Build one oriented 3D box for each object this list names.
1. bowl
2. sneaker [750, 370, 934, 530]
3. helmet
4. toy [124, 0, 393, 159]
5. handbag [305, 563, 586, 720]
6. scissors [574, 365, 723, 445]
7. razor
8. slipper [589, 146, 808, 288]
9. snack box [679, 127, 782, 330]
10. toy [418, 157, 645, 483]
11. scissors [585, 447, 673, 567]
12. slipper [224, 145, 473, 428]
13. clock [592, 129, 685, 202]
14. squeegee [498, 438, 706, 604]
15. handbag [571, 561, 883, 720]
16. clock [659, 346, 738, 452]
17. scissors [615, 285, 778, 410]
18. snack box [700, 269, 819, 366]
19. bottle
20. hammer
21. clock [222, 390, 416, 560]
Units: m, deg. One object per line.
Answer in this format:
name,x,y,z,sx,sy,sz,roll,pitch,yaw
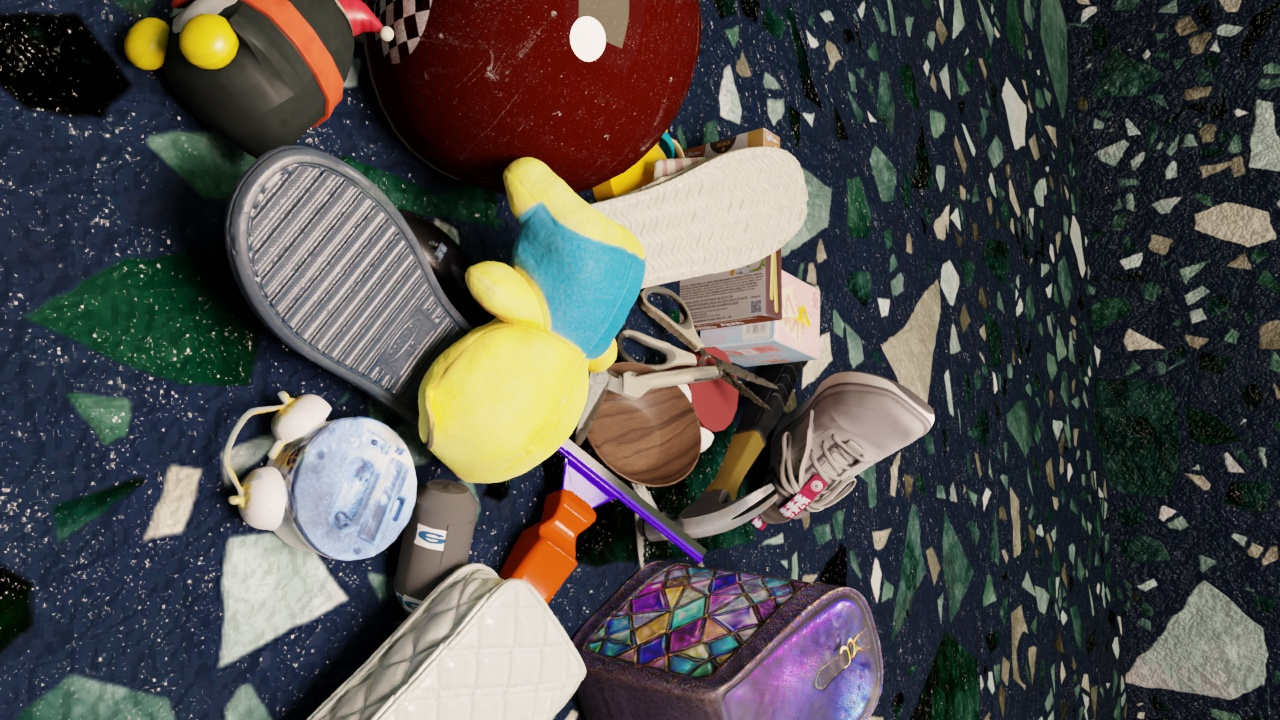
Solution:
bowl,-0.005,0.061,0.810,0.119,0.032,0.119,16,54,-24
sneaker,0.190,0.098,0.925,0.097,0.264,0.128,34,63,-6
helmet,-0.074,-0.234,0.661,0.233,0.254,0.233,16,81,-40
toy,-0.219,-0.185,0.545,0.119,0.098,0.100,-59,142,-27
handbag,-0.130,0.233,0.589,0.194,0.073,0.139,-44,127,-28
scissors,-0.006,0.001,0.812,0.179,0.015,0.199,22,54,-18
razor,-0.129,-0.053,0.667,0.140,0.064,0.052,49,49,-37
slipper,0.033,-0.127,0.833,0.262,0.052,0.115,-21,100,-21
snack box,0.089,-0.129,0.922,0.031,0.101,0.186,11,76,-50
toy,-0.071,-0.009,0.620,0.149,0.084,0.214,30,88,-53
scissors,0.000,0.102,0.849,0.141,0.014,0.164,41,54,-38
slipper,-0.183,-0.035,0.592,0.101,0.082,0.264,-55,148,-17
clock,0.003,-0.170,0.870,0.129,0.044,0.099,-18,99,-44
squeegee,-0.078,0.157,0.710,0.249,0.055,0.184,41,54,-18
handbag,0.075,0.252,0.776,0.221,0.205,0.125,-29,107,-43
clock,0.052,0.036,0.899,0.124,0.044,0.087,-53,125,-41
scissors,0.053,-0.013,0.869,0.163,0.013,0.153,-3,64,-21
snack box,0.127,-0.043,0.964,0.094,0.093,0.079,19,70,-48
bottle,-0.142,0.138,0.628,0.046,0.047,0.112,0,107,-51
hammer,0.116,0.066,0.924,0.025,0.118,0.331,64,34,-18
clock,-0.199,0.073,0.571,0.125,0.052,0.088,43,54,-40
